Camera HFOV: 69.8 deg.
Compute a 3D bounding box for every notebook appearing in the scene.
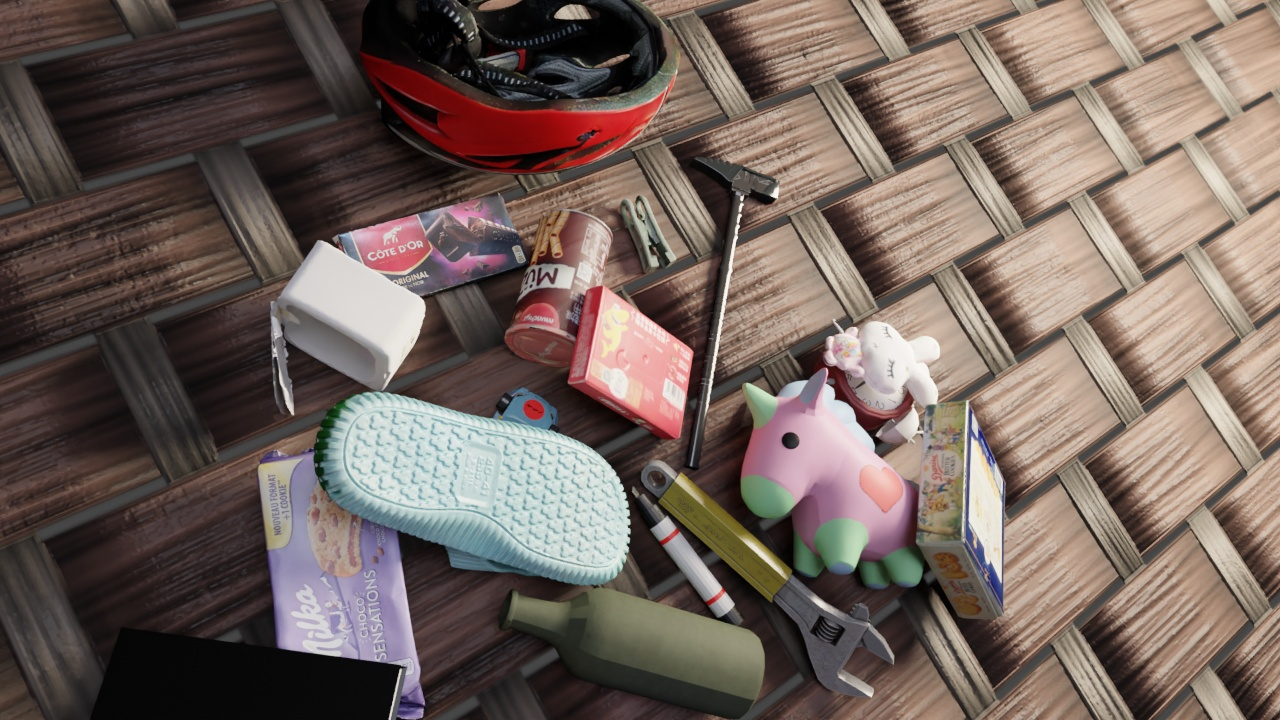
[{"bbox_3d":[-0.265,0.260,0.588,0.207,0.016,0.148,4,67,11],"label":"notebook"}]

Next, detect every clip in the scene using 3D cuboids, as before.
[{"bbox_3d":[0.005,-0.122,0.877,0.047,0.023,0.076,-18,80,-27],"label":"clip"}]

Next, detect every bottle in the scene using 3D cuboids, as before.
[{"bbox_3d":[-0.008,0.222,0.720,0.206,0.072,0.071,20,65,-13],"label":"bottle"}]

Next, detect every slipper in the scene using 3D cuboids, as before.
[{"bbox_3d":[-0.121,0.099,0.697,0.276,0.070,0.115,24,68,-35],"label":"slipper"}]

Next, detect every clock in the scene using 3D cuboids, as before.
[{"bbox_3d":[0.229,0.024,0.893,0.137,0.048,0.096,26,64,-9],"label":"clock"}]

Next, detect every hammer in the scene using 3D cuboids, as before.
[{"bbox_3d":[0.069,-0.053,0.881,0.095,0.015,0.324,17,67,-14],"label":"hammer"}]

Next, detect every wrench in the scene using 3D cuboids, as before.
[{"bbox_3d":[0.104,0.183,0.788,0.273,0.084,0.018,40,27,5],"label":"wrench"}]

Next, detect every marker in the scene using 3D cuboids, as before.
[{"bbox_3d":[0.037,0.167,0.785,0.019,0.019,0.145,-36,86,-28],"label":"marker"}]

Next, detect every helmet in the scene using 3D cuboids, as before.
[{"bbox_3d":[-0.103,-0.257,0.801,0.271,0.167,0.217,0,57,-14],"label":"helmet"}]

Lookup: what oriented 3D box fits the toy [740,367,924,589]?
[{"bbox_3d":[0.181,0.108,0.817,0.222,0.120,0.171,15,69,-23],"label":"toy"}]

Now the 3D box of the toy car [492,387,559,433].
[{"bbox_3d":[-0.107,0.069,0.762,0.060,0.028,0.107,34,63,-6],"label":"toy car"}]

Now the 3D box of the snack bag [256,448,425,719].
[{"bbox_3d":[-0.219,0.163,0.670,0.096,0.058,0.205,-6,76,-20],"label":"snack bag"}]

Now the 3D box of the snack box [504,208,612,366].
[{"bbox_3d":[-0.070,-0.063,0.800,0.072,0.072,0.121,18,65,-14],"label":"snack box"}]

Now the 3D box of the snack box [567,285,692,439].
[{"bbox_3d":[-0.005,0.005,0.790,0.133,0.021,0.089,34,57,-43],"label":"snack box"}]

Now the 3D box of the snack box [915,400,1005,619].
[{"bbox_3d":[0.292,0.135,0.826,0.144,0.043,0.144,52,43,-39],"label":"snack box"}]

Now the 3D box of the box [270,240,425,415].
[{"bbox_3d":[-0.241,-0.003,0.694,0.103,0.110,0.130,30,62,-8],"label":"box"}]

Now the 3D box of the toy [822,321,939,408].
[{"bbox_3d":[0.228,-0.002,0.852,0.125,0.037,0.075,15,62,-19],"label":"toy"}]

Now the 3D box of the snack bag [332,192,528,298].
[{"bbox_3d":[-0.179,-0.095,0.802,0.155,0.018,0.074,-21,80,-24],"label":"snack bag"}]
